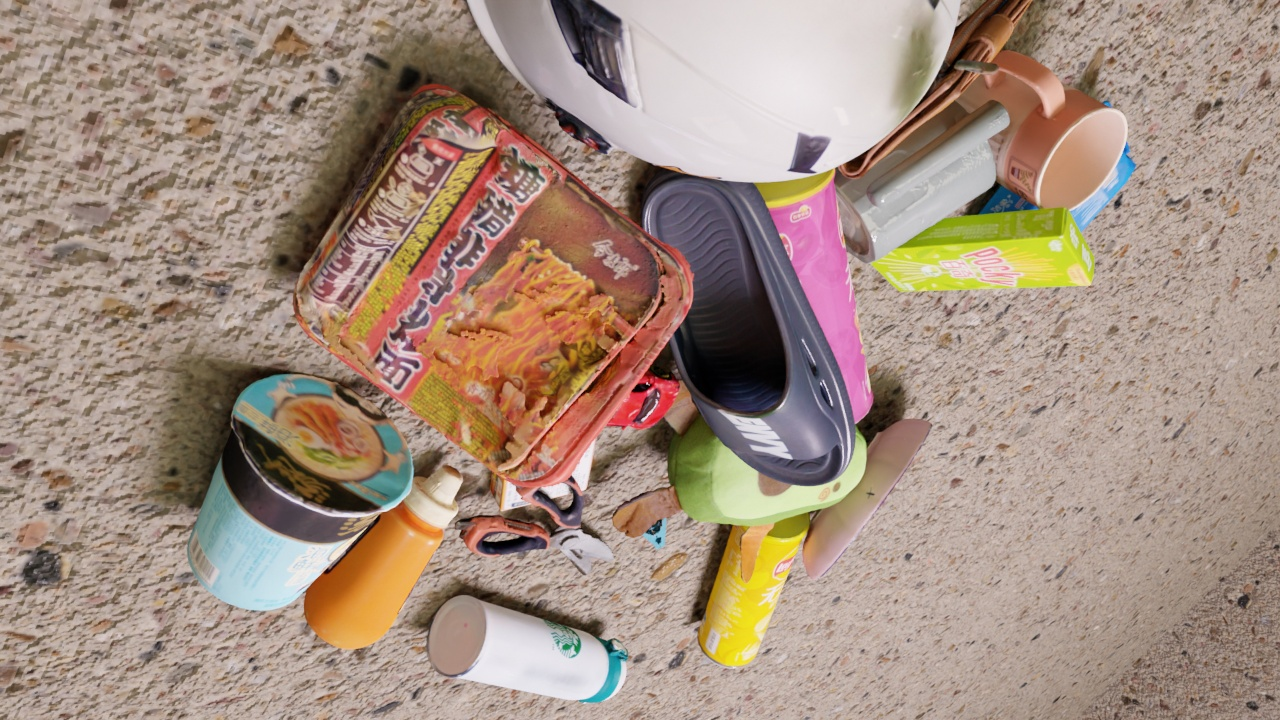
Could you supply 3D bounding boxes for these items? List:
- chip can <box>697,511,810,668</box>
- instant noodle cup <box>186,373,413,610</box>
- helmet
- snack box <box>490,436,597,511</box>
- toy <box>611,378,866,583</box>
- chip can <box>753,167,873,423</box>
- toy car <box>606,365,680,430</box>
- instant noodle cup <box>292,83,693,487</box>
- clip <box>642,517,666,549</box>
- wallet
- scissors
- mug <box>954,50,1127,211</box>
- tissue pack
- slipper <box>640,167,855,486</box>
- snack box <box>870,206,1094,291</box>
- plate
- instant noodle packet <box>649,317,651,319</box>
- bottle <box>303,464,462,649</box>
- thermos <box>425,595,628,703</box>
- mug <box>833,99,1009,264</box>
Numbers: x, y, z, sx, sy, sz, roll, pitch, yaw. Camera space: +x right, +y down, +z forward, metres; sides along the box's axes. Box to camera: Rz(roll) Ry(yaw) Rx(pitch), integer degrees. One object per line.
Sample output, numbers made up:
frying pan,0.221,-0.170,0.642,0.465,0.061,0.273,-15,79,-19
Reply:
chip can,0.112,0.227,0.942,0.072,0.072,0.214,-12,132,-28
instant noodle cup,-0.217,0.088,0.566,0.111,0.111,0.121,13,126,-42
helmet,0.058,-0.187,0.463,0.273,0.157,0.230,11,119,-41
snack box,-0.067,0.045,0.683,0.075,0.026,0.154,-11,133,-29
toy,0.099,0.083,0.783,0.246,0.090,0.227,1,107,-32
chip can,0.122,-0.045,0.672,0.071,0.071,0.211,-29,127,-11
toy car,-0.013,0.027,0.664,0.106,0.031,0.049,7,122,-44
instant noodle cup,-0.078,-0.039,0.518,0.189,0.079,0.165,38,106,-2
clip,0.013,0.159,0.854,0.033,0.013,0.054,-29,139,-9
wallet,0.190,-0.184,0.581,0.130,0.035,0.119,-49,-171,-27
scissors,-0.076,0.146,0.753,0.205,0.015,0.202,-7,141,-34
mug,0.280,-0.176,0.669,0.082,0.106,0.114,-41,139,3
tissue pack,0.356,-0.143,0.795,0.095,0.052,0.157,21,113,-47
slipper,0.063,-0.003,0.625,0.083,0.111,0.268,-56,131,-45
snack box,0.260,-0.083,0.717,0.085,0.157,0.026,29,69,-47
plate,0.215,0.130,0.907,0.192,0.039,0.193,-50,167,-16
instant noodle packet,-0.071,-0.016,0.588,0.111,0.044,0.128,38,103,-11
bottle,-0.179,0.137,0.666,0.149,0.067,0.066,-52,138,4
thermos,-0.091,0.269,0.840,0.073,0.073,0.224,-45,139,8
mug,0.188,-0.131,0.644,0.103,0.083,0.124,-34,179,-2
